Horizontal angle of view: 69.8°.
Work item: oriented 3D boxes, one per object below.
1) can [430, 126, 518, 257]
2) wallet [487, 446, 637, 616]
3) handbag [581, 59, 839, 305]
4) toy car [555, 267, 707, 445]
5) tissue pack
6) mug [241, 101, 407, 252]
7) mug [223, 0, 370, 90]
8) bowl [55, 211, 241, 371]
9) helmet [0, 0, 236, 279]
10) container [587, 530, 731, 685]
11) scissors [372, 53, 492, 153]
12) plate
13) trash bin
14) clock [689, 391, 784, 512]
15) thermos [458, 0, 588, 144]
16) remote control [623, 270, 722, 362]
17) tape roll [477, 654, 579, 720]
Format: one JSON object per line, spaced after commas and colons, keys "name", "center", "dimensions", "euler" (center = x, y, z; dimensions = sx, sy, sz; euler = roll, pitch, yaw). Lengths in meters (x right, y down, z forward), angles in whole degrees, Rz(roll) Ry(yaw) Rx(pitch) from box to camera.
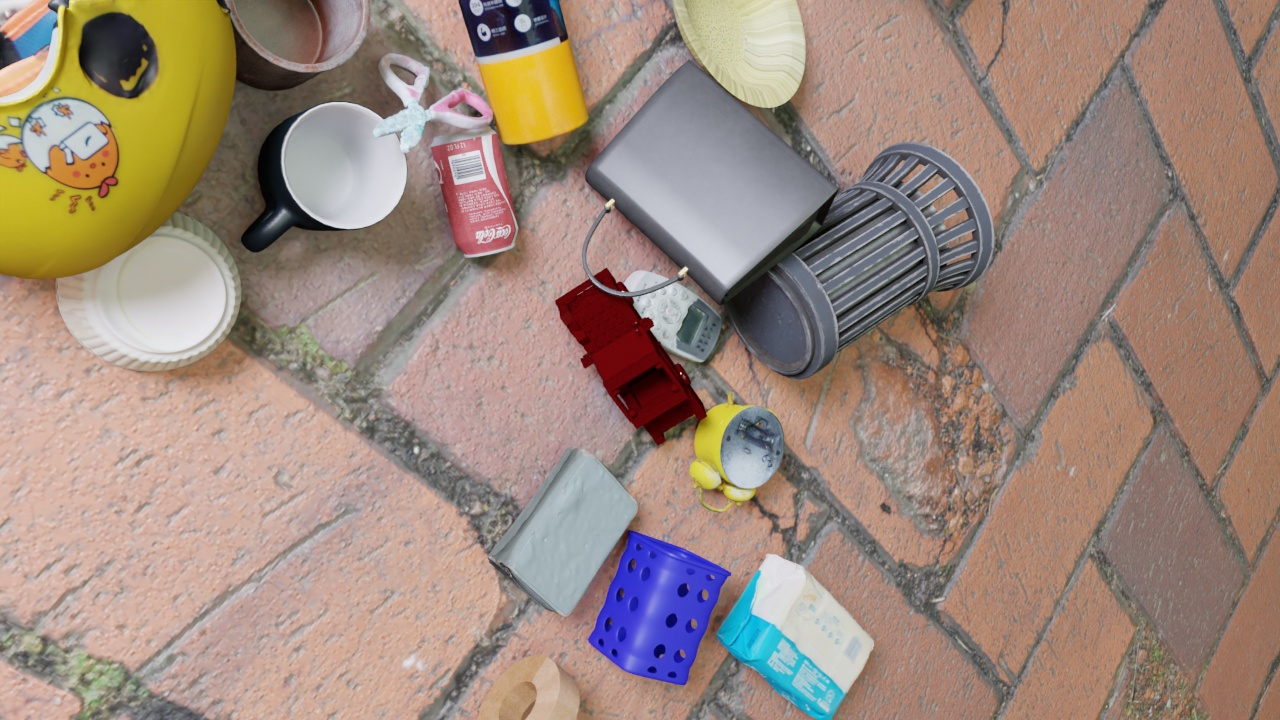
{"name": "can", "center": [-0.132, -0.135, 0.737], "dimensions": [0.053, 0.054, 0.096], "euler": [-21, 108, -30]}
{"name": "wallet", "center": [-0.068, 0.152, 0.823], "dimensions": [0.131, 0.054, 0.100], "euler": [-51, 129, -19]}
{"name": "handbag", "center": [0.034, -0.128, 0.793], "dimensions": [0.195, 0.072, 0.176], "euler": [-43, 78, -13]}
{"name": "toy car", "center": [-0.005, 0.005, 0.823], "dimensions": [0.070, 0.061, 0.170], "euler": [-32, 117, 9]}
{"name": "tissue pack", "center": [0.175, 0.306, 0.997], "dimensions": [0.209, 0.066, 0.116], "euler": [45, 71, -31]}
{"name": "mug", "center": [-0.233, -0.121, 0.647], "dimensions": [0.121, 0.095, 0.085], "euler": [-51, 120, -17]}
{"name": "mug", "center": [-0.230, -0.240, 0.626], "dimensions": [0.122, 0.110, 0.096], "euler": [-27, 116, -29]}
{"name": "bowl", "center": [-0.324, -0.046, 0.616], "dimensions": [0.115, 0.063, 0.115], "euler": [-5, 100, -33]}
{"name": "helmet", "center": [-0.323, -0.141, 0.531], "dimensions": [0.239, 0.209, 0.140], "euler": [-48, 134, -22]}
{"name": "container", "center": [0.016, 0.234, 0.869], "dimensions": [0.084, 0.085, 0.113], "euler": [25, 84, -33]}
{"name": "scissors", "center": [-0.169, -0.184, 0.652], "dimensions": [0.101, 0.178, 0.016], "euler": [32, 118, -6]}
{"name": "plate", "center": [0.080, -0.317, 0.847], "dimensions": [0.184, 0.036, 0.184], "euler": [11, 73, -41]}
{"name": "trash bin", "center": [0.206, -0.093, 0.908], "dimensions": [0.227, 0.164, 0.164], "euler": [-31, 113, -23]}
{"name": "clock", "center": [0.094, 0.095, 0.917], "dimensions": [0.083, 0.057, 0.118], "euler": [25, 82, -34]}
{"name": "thermos", "center": [-0.111, -0.290, 0.707], "dimensions": [0.076, 0.092, 0.233], "euler": [-39, 125, -39]}
{"name": "remote control", "center": [0.028, -0.043, 0.871], "dimensions": [0.114, 0.028, 0.060], "euler": [33, 79, -33]}
{"name": "tape roll", "center": [-0.098, 0.306, 0.798], "dimensions": [0.093, 0.094, 0.027], "euler": [-51, 120, -17]}
